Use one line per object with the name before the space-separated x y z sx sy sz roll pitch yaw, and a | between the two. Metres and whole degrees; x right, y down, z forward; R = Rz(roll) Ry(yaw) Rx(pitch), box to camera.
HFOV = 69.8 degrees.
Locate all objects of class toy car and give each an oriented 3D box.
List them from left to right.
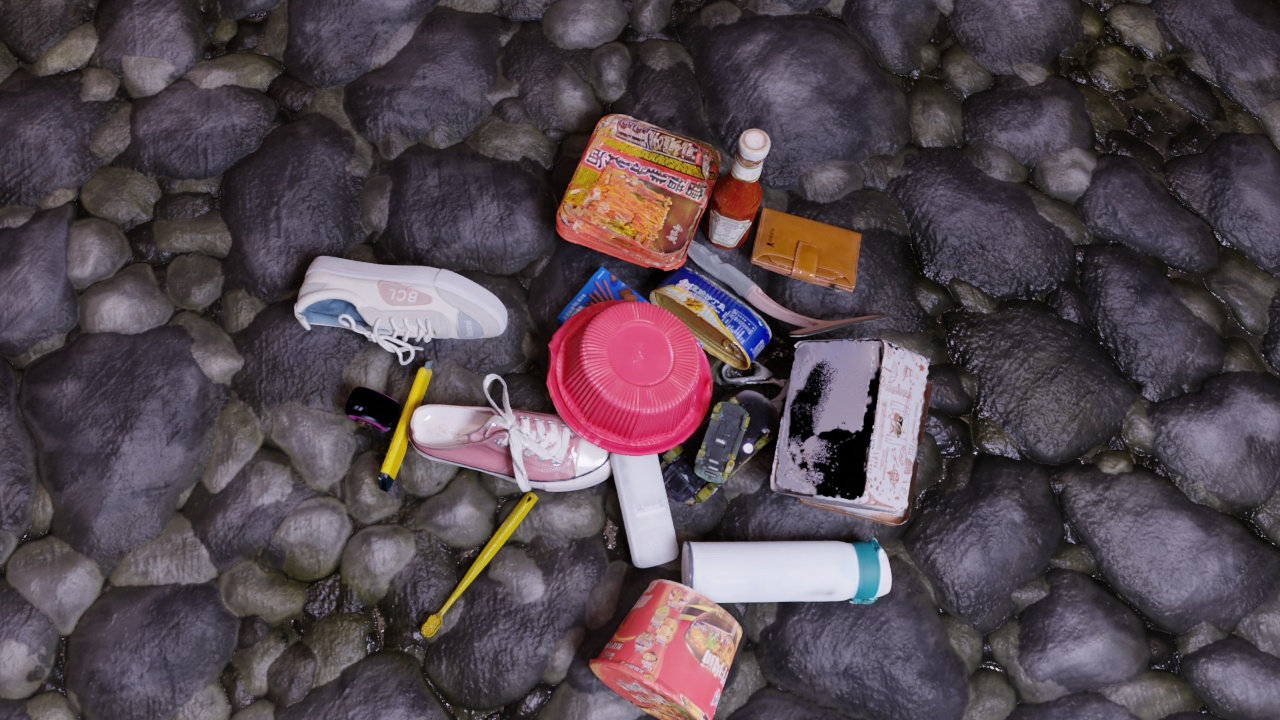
toy car | 0.091 0.100 1.049 0.158 0.042 0.070 -39 79 -7
toy car | 0.089 0.091 1.011 0.043 0.036 0.091 20 78 6

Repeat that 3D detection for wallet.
wallet | 0.204 -0.131 1.132 0.130 0.035 0.118 16 47 1

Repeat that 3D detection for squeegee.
squeegee | 0.142 -0.083 1.095 0.250 0.247 0.040 33 115 28

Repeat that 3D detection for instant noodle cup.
instant noodle cup | -0.006 0.006 1.015 0.193 0.066 0.193 5 66 -11
instant noodle cup | -0.002 -0.196 1.125 0.164 0.079 0.188 20 69 4
instant noodle cup | 0.031 0.297 0.937 0.138 0.138 0.108 29 63 6

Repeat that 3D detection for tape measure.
tape measure | -0.301 0.056 1.028 0.057 0.058 0.039 25 74 -16

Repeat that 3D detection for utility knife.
utility knife | -0.266 0.070 1.042 0.015 0.033 0.164 13 67 5

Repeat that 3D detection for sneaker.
sneaker | -0.276 -0.052 1.048 0.242 0.090 0.090 11 55 3
sneaker | -0.137 0.087 1.012 0.241 0.088 0.118 10 71 -5

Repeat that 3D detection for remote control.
remote control | 0.004 0.159 1.018 0.055 0.020 0.136 -9 83 -30

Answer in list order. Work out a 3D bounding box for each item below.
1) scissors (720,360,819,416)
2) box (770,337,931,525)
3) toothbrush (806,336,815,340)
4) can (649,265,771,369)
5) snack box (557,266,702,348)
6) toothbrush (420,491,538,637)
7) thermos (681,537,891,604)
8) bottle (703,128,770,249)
scissors | 0.177 0.030 1.087 0.175 0.014 0.159 26 76 11
box | 0.253 0.085 1.021 0.181 0.154 0.182 18 79 -35
toothbrush | 0.212 0.060 1.089 0.017 0.014 0.188 -4 72 2
can | 0.082 -0.051 1.083 0.148 0.075 0.049 36 71 17
snack box | -0.013 -0.033 1.094 0.157 0.026 0.084 38 78 9
toothbrush | -0.175 0.221 1.003 0.016 0.017 0.189 36 72 7
thermos | 0.159 0.232 1.000 0.224 0.073 0.073 1 71 -5
bottle | 0.115 -0.198 1.068 0.060 0.206 0.059 1 70 -4
